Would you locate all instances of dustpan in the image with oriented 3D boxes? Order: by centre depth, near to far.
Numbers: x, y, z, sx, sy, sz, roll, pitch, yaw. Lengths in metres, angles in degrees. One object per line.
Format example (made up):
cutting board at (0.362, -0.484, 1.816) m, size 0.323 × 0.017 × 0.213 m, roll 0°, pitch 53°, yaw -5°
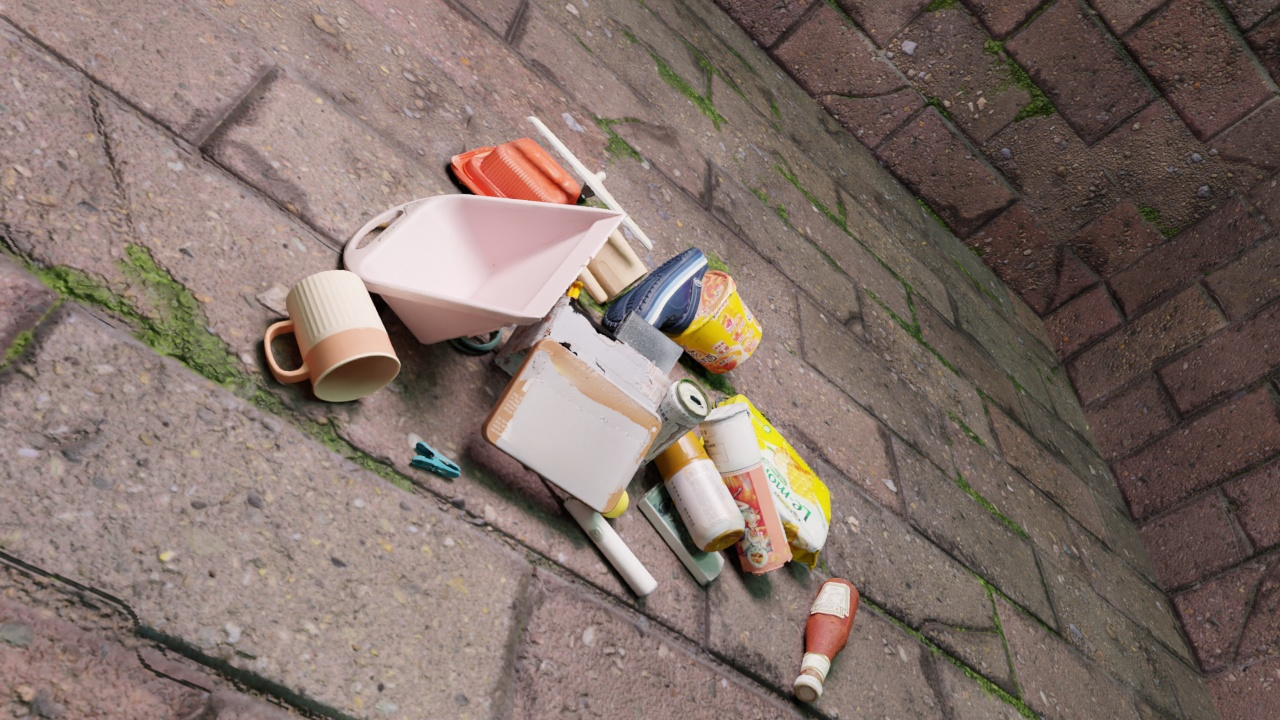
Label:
dustpan at (-0.189, -0.127, 1.012) m, size 0.139 × 0.274 × 0.221 m, roll 58°, pitch 37°, yaw -23°

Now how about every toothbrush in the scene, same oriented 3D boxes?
toothbrush at (-0.060, 0.178, 1.046) m, size 0.221 × 0.027 × 0.026 m, roll 51°, pitch 9°, yaw 0°

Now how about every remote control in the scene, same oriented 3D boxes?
remote control at (0.053, 0.218, 1.156) m, size 0.135 × 0.019 × 0.056 m, roll 52°, pitch 30°, yaw 2°

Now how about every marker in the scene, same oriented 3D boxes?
marker at (-0.101, -0.076, 1.274) m, size 0.015 × 0.018 × 0.123 m, roll 41°, pitch 33°, yaw -16°

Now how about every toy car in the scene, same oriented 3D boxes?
toy car at (0.155, 0.091, 1.415) m, size 0.105 × 0.032 × 0.048 m, roll 26°, pitch 37°, yaw -16°

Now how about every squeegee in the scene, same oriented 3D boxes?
squeegee at (-0.070, -0.266, 1.385) m, size 0.246 × 0.039 × 0.246 m, roll 47°, pitch 0°, yaw -8°

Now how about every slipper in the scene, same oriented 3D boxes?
slipper at (0.034, -0.084, 1.367) m, size 0.095 × 0.105 × 0.252 m, roll 54°, pitch 39°, yaw -11°

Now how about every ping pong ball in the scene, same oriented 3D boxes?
ping pong ball at (-0.034, 0.165, 1.080) m, size 0.040 × 0.040 × 0.040 m, roll 33°, pitch 35°, yaw -27°

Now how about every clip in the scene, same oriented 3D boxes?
clip at (-0.209, 0.106, 0.943) m, size 0.056 × 0.015 × 0.049 m, roll 31°, pitch 34°, yaw -27°

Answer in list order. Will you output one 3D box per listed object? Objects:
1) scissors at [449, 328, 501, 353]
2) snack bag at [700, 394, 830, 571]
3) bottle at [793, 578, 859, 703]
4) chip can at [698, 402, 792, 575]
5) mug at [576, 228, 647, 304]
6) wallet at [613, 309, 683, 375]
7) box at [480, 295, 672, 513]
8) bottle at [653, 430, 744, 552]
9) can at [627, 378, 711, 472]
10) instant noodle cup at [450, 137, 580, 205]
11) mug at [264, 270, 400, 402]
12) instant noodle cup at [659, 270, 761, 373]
scissors at (-0.221, -0.088, 1.133) m, size 0.178 × 0.019 × 0.169 m, roll 44°, pitch 33°, yaw -9°
snack bag at (0.178, 0.172, 1.321) m, size 0.246 × 0.068 × 0.157 m, roll 46°, pitch 30°, yaw -7°
bottle at (0.242, 0.367, 1.206) m, size 0.060 × 0.060 × 0.205 m, roll 49°, pitch 33°, yaw -3°
chip can at (0.137, 0.167, 1.200) m, size 0.071 × 0.071 × 0.215 m, roll -27°, pitch 101°, yaw -59°
mug at (-0.059, -0.141, 1.337) m, size 0.103 × 0.084 × 0.124 m, roll 52°, pitch 33°, yaw -1°
wallet at (-0.007, 0.007, 1.238) m, size 0.097 × 0.019 × 0.120 m, roll 37°, pitch 77°, yaw -20°
box at (-0.086, 0.060, 1.062) m, size 0.183 × 0.157 × 0.193 m, roll 38°, pitch 67°, yaw -19°
bottle at (0.064, 0.149, 1.162) m, size 0.068 × 0.068 × 0.189 m, roll 10°, pitch 43°, yaw -47°
can at (0.018, 0.083, 1.131) m, size 0.058 × 0.147 × 0.058 m, roll 32°, pitch 36°, yaw -27°
instant noodle cup at (-0.165, -0.251, 1.321) m, size 0.189 × 0.079 × 0.164 m, roll 44°, pitch 28°, yaw -3°
mug at (-0.309, -0.021, 0.899) m, size 0.114 × 0.082 × 0.106 m, roll -17°, pitch 66°, yaw -26°
instant noodle cup at (0.114, -0.053, 1.426) m, size 0.110 × 0.138 × 0.137 m, roll 44°, pitch 30°, yaw -26°
